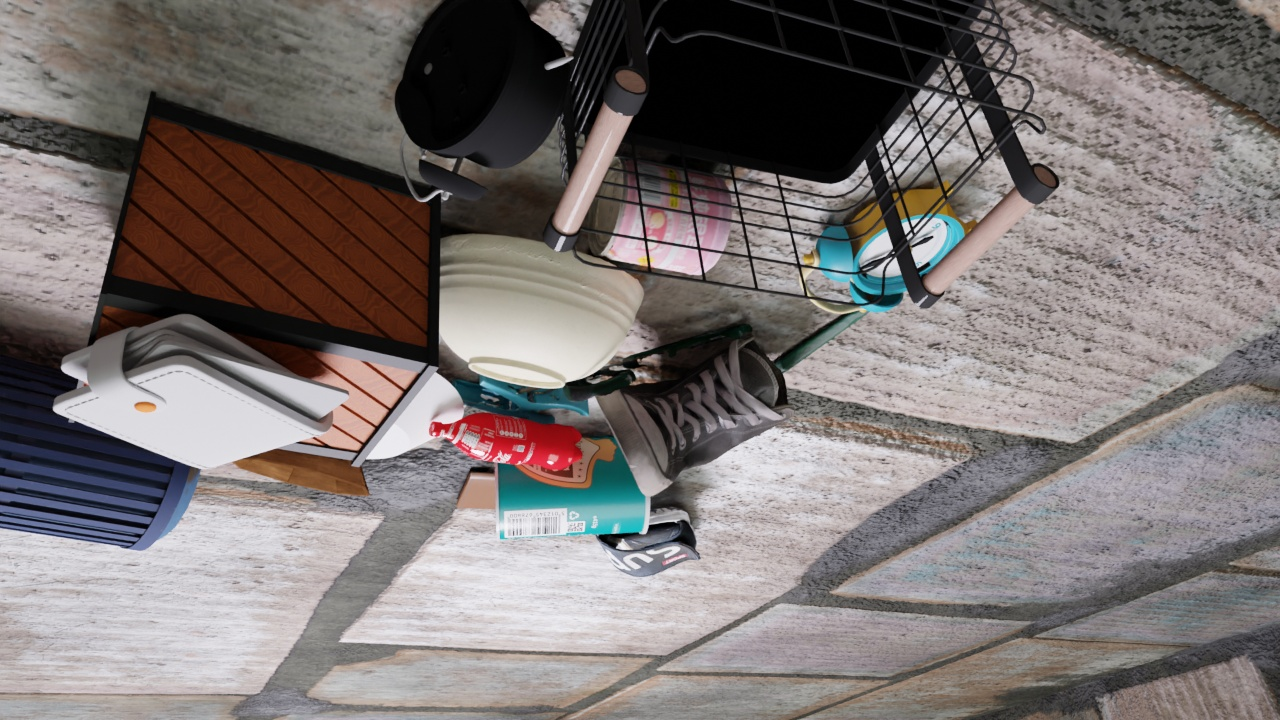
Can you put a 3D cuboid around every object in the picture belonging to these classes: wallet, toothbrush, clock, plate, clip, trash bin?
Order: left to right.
[{"bbox_3d":[-0.476,0.062,0.692,0.140,0.139,0.249,-31,143,34],"label":"trash bin"},{"bbox_3d":[-0.224,0.017,0.489,0.115,0.037,0.118,-16,151,15],"label":"wallet"},{"bbox_3d":[-0.232,-0.039,0.567,0.171,0.139,0.140,14,143,-30],"label":"trash bin"},{"bbox_3d":[-0.312,0.097,0.851,0.131,0.025,0.131,10,162,3],"label":"plate"},{"bbox_3d":[-0.241,0.048,0.782,0.174,0.036,0.174,2,149,1],"label":"plate"},{"bbox_3d":[-0.090,-0.137,0.484,0.121,0.091,0.042,-41,147,24],"label":"clock"},{"bbox_3d":[-0.116,0.045,0.838,0.130,0.030,0.120,10,149,-25],"label":"clip"},{"bbox_3d":[-0.134,0.145,1.005,0.121,0.013,0.088,5,146,-19],"label":"wallet"},{"bbox_3d":[0.180,-0.032,0.773,0.016,0.017,0.190,17,141,-34],"label":"toothbrush"},{"bbox_3d":[0.181,-0.078,0.678,0.130,0.043,0.099,-33,141,25],"label":"clock"}]

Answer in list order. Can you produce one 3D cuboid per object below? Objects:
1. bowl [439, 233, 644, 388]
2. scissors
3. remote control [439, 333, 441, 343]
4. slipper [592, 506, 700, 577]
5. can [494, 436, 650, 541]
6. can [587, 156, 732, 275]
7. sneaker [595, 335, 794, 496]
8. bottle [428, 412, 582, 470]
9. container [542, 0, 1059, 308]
[{"bbox_3d":[-0.077,-0.025,0.629,0.151,0.075,0.151,9,168,2],"label":"bowl"},{"bbox_3d":[-0.004,0.004,0.710,0.202,0.015,0.205,-16,-174,2],"label":"scissors"},{"bbox_3d":[-0.223,-0.026,0.710,0.136,0.013,0.033,3,147,-15],"label":"remote control"},{"bbox_3d":[0.012,0.216,1.060,0.111,0.063,0.264,-9,163,6],"label":"slipper"},{"bbox_3d":[-0.069,0.124,0.901,0.144,0.099,0.099,-2,148,-8],"label":"can"},{"bbox_3d":[0.012,-0.094,0.594,0.076,0.067,0.067,8,146,-21],"label":"can"},{"bbox_3d":[0.048,0.039,0.734,0.120,0.095,0.234,-31,166,16],"label":"sneaker"},{"bbox_3d":[-0.118,0.070,0.809,0.141,0.041,0.042,12,144,-33],"label":"bottle"},{"bbox_3d":[0.076,-0.125,0.494,0.241,0.130,0.163,7,146,-21],"label":"container"}]
